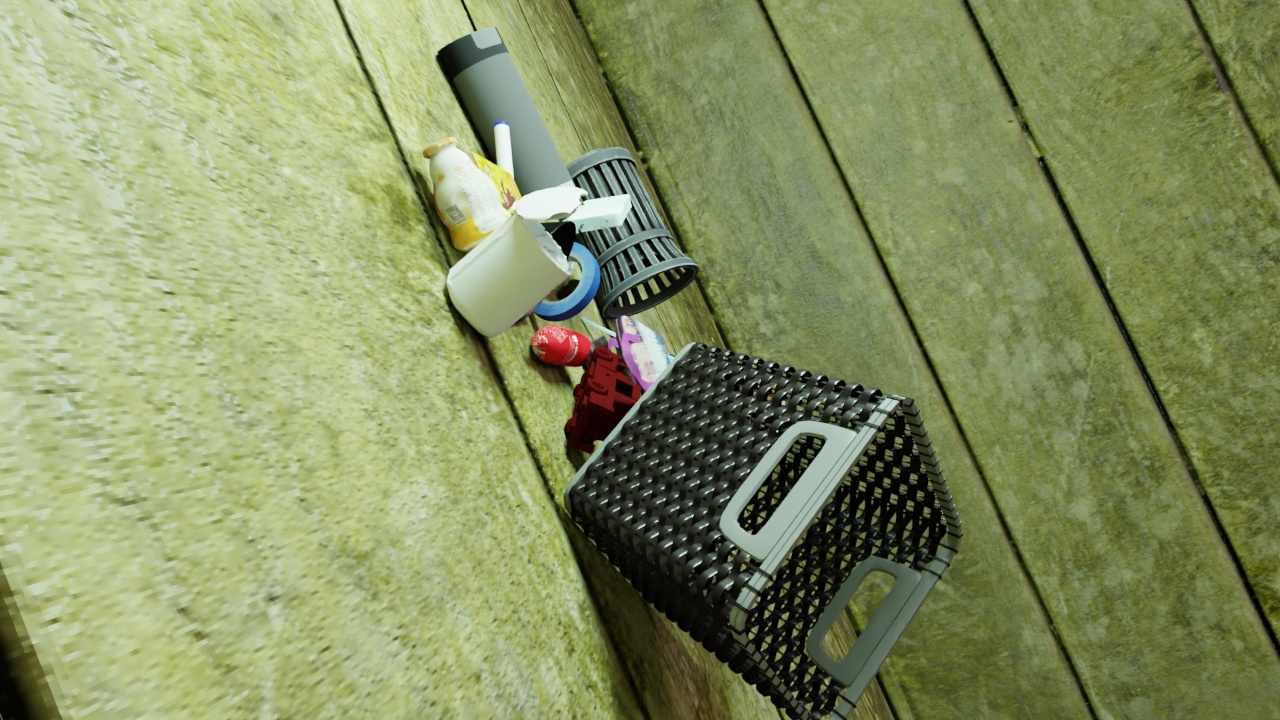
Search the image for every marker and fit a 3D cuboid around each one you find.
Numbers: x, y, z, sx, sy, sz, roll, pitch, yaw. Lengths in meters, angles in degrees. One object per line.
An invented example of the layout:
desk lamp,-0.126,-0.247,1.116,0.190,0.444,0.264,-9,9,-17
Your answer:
marker,-0.163,-0.223,1.107,0.020,0.020,0.141,41,39,-66

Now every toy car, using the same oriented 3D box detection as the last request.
toy car,-0.040,0.044,1.013,0.062,0.070,0.169,25,19,-8

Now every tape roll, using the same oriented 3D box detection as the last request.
tape roll,-0.091,-0.090,1.045,0.091,0.093,0.016,65,9,30

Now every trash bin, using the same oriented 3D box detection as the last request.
trash bin,-0.032,-0.204,1.437,0.227,0.164,0.164,64,10,12

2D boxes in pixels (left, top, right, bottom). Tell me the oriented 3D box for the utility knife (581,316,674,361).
utility knife,-0.008,-0.024,1.289,0.168,0.015,0.022,27,28,-11

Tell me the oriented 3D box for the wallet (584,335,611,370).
wallet,-0.044,0.017,1.217,0.120,0.031,0.099,-36,105,-81

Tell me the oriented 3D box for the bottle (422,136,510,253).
bottle,-0.171,-0.160,0.891,0.109,0.063,0.063,64,11,-7

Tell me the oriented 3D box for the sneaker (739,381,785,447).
sneaker,0.123,0.130,1.187,0.293,0.121,0.127,-48,142,-62

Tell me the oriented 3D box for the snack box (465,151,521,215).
snack box,-0.163,-0.169,1.012,0.088,0.040,0.125,66,10,4

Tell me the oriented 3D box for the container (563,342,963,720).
container,0.114,0.153,0.873,0.244,0.247,0.246,23,-25,44

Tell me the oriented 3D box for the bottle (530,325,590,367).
bottle,-0.091,-0.016,1.015,0.042,0.042,0.141,67,11,9

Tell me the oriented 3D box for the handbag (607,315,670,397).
handbag,-0.007,0.007,1.190,0.170,0.068,0.144,18,51,-77

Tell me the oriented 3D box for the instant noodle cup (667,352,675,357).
instant noodle cup,0.042,0.062,1.328,0.121,0.124,0.123,61,7,30

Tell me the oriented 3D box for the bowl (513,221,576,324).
bowl,-0.123,-0.104,0.960,0.052,0.124,0.124,32,8,8

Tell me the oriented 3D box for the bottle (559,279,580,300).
bottle,-0.091,-0.096,1.249,0.025,0.025,0.106,63,11,-12

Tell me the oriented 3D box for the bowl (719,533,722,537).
bowl,0.065,0.199,1.252,0.115,0.059,0.115,61,11,-22

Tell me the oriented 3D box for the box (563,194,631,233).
box,-0.079,-0.178,1.180,0.197,0.136,0.043,-76,146,-74

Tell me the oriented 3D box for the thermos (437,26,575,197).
thermos,-0.167,-0.301,1.178,0.240,0.082,0.082,63,11,-10

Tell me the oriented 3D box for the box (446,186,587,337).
box,-0.104,-0.099,0.828,0.092,0.161,0.081,50,10,-18
